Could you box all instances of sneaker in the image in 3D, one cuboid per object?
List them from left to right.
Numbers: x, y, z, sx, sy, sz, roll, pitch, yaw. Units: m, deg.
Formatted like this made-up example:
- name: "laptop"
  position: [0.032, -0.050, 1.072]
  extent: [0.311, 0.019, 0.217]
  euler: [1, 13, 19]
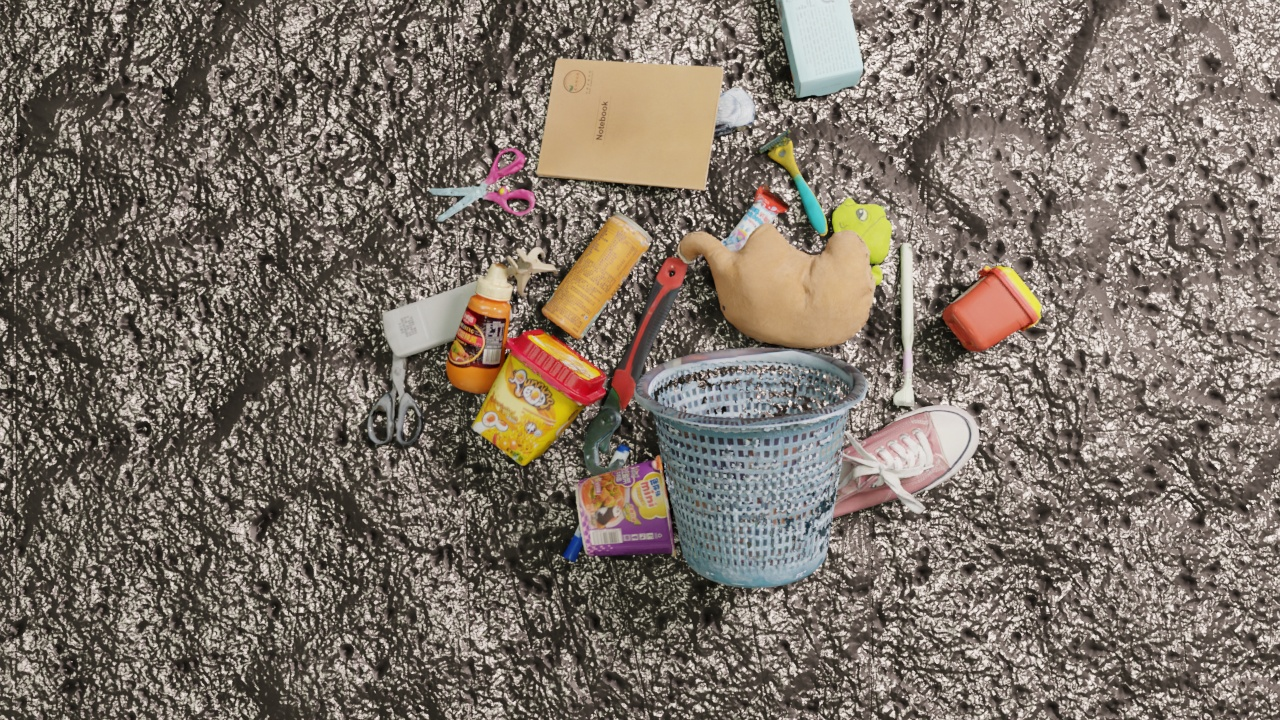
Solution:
- name: "sneaker"
  position: [0.262, 0.118, 1.007]
  extent: [0.241, 0.088, 0.118]
  euler: [-22, 84, 3]

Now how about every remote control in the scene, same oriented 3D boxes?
- name: "remote control"
  position: [-0.229, -0.051, 1.088]
  extent: [0.150, 0.021, 0.058]
  euler: [-19, 85, -2]

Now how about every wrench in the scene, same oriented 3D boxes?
- name: "wrench"
  position: [-0.006, 0.006, 1.067]
  extent: [0.056, 0.016, 0.273]
  euler: [17, 84, 28]

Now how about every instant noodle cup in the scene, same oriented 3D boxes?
- name: "instant noodle cup"
  position: [-0.118, 0.044, 1.036]
  extent: [0.116, 0.116, 0.124]
  euler: [36, 100, 6]
- name: "instant noodle cup"
  position: [-0.017, 0.166, 1.009]
  extent: [0.099, 0.111, 0.111]
  euler: [-9, 84, 1]

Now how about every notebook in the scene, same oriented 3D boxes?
- name: "notebook"
  position: [-0.014, -0.281, 1.084]
  extent: [0.208, 0.008, 0.147]
  euler: [8, 86, 15]

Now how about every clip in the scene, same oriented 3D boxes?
- name: "clip"
  position: [-0.139, -0.099, 1.059]
  extent: [0.095, 0.102, 0.035]
  euler: [-38, 84, 26]

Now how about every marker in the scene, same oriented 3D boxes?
- name: "marker"
  position: [-0.050, 0.164, 1.062]
  extent: [0.017, 0.017, 0.145]
  euler: [27, 88, 6]

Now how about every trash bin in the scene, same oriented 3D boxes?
- name: "trash bin"
  position: [0.111, 0.110, 0.929]
  extent: [0.226, 0.226, 0.195]
  euler: [-2, 108, 4]

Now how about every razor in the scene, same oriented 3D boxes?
- name: "razor"
  position: [0.186, -0.203, 1.070]
  extent: [0.043, 0.028, 0.132]
  euler: [-31, 80, 24]

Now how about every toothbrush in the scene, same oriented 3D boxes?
- name: "toothbrush"
  position: [0.304, -0.042, 1.053]
  extent: [0.029, 0.020, 0.189]
  euler: [5, 84, -26]

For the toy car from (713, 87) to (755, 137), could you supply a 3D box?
- name: "toy car"
  position: [0.085, -0.288, 1.084]
  extent: [0.105, 0.031, 0.049]
  euler: [-17, 85, 2]

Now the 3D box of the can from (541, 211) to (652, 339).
- name: "can"
  position: [-0.050, -0.098, 1.063]
  extent: [0.058, 0.058, 0.146]
  euler: [36, 88, 6]

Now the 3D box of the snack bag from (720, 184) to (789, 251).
- name: "snack bag"
  position: [0.128, -0.153, 1.071]
  extent: [0.045, 0.026, 0.105]
  euler: [37, 91, -1]

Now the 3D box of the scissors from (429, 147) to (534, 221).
- name: "scissors"
  position: [-0.192, -0.212, 1.107]
  extent: [0.135, 0.017, 0.108]
  euler: [3, 87, 8]

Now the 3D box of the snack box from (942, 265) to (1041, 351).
- name: "snack box"
  position: [0.383, -0.055, 1.014]
  extent: [0.080, 0.091, 0.082]
  euler: [-36, 83, 7]

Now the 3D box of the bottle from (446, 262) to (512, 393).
- name: "bottle"
  position: [-0.177, -0.039, 1.046]
  extent: [0.067, 0.066, 0.150]
  euler: [18, 107, 5]

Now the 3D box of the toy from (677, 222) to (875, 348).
- name: "toy"
  position: [0.147, -0.084, 1.031]
  extent: [0.226, 0.082, 0.143]
  euler: [8, 105, 12]

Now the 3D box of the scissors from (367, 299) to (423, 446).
- name: "scissors"
  position: [-0.298, 0.016, 1.095]
  extent: [0.133, 0.014, 0.175]
  euler: [-31, 83, 0]

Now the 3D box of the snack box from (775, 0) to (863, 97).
- name: "snack box"
  position: [0.204, -0.402, 1.074]
  extent: [0.074, 0.051, 0.174]
  euler: [-11, 83, 4]

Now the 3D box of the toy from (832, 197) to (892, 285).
- name: "toy"
  position: [0.252, -0.133, 1.058]
  extent: [0.096, 0.031, 0.100]
  euler: [44, 93, 3]
